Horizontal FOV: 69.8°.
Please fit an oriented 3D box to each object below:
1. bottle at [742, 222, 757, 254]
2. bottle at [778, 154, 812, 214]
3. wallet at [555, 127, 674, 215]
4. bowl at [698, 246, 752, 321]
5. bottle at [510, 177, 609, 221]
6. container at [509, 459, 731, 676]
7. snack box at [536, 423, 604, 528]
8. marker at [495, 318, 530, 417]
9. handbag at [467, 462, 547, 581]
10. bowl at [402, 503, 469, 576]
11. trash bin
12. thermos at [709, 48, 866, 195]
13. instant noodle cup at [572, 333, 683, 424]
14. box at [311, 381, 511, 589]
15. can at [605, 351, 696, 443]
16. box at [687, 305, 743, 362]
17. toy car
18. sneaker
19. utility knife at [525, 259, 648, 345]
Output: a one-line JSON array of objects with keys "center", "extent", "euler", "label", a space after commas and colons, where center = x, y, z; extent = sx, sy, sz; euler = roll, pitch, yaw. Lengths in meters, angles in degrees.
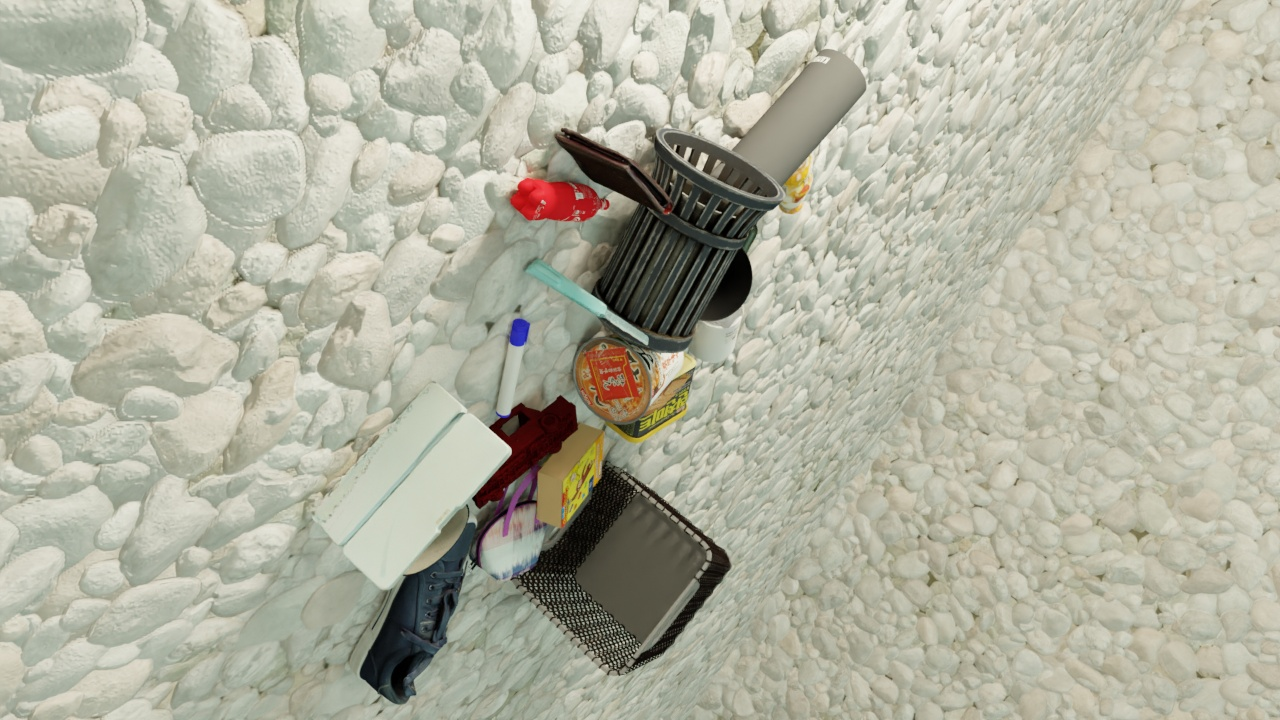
[{"center": [0.158, -0.185, 1.371], "extent": [0.025, 0.025, 0.106], "euler": [-11, 133, -54], "label": "bottle"}, {"center": [0.218, -0.259, 1.331], "extent": [0.063, 0.063, 0.109], "euler": [-45, 153, -15], "label": "bottle"}, {"center": [-0.026, -0.198, 0.967], "extent": [0.031, 0.099, 0.120], "euler": [-60, 154, -1], "label": "wallet"}, {"center": [0.090, -0.117, 1.285], "extent": [0.124, 0.124, 0.052], "euler": [-51, -173, -2], "label": "bowl"}, {"center": [-0.080, -0.169, 0.980], "extent": [0.141, 0.042, 0.042], "euler": [-10, 132, -55], "label": "bottle"}, {"center": [-0.016, 0.341, 1.510], "extent": [0.247, 0.245, 0.243], "euler": [-52, 158, -1], "label": "container"}, {"center": [-0.100, 0.163, 1.313], "extent": [0.125, 0.040, 0.088], "euler": [-50, 151, -51], "label": "snack box"}, {"center": [-0.155, 0.011, 1.111], "extent": [0.020, 0.020, 0.142], "euler": [-26, 144, -43], "label": "marker"}, {"center": [-0.176, 0.220, 1.307], "extent": [0.144, 0.068, 0.170], "euler": [-12, 127, -54], "label": "handbag"}, {"center": [-0.271, 0.196, 1.111], "extent": [0.115, 0.059, 0.116], "euler": [-38, 151, -26], "label": "bowl"}, {"center": [0.044, -0.135, 1.100], "extent": [0.163, 0.164, 0.228], "euler": [-13, 138, -53], "label": "trash bin"}, {"center": [0.192, -0.297, 1.217], "extent": [0.240, 0.082, 0.082], "euler": [-49, 154, -7], "label": "thermos"}, {"center": [-0.007, 0.007, 1.252], "extent": [0.121, 0.123, 0.124], "euler": [-33, 150, -52], "label": "instant noodle cup"}, {"center": [-0.247, 0.129, 0.975], "extent": [0.197, 0.136, 0.043], "euler": [-48, 160, -9], "label": "box"}, {"center": [0.017, 0.047, 1.381], "extent": [0.130, 0.072, 0.101], "euler": [-29, 143, -40], "label": "can"}, {"center": [0.109, -0.070, 1.381], "extent": [0.081, 0.092, 0.161], "euler": [-36, 157, -25], "label": "box"}, {"center": [-0.160, 0.110, 1.180], "extent": [0.169, 0.062, 0.070], "euler": [-39, 151, -26], "label": "toy car"}, {"center": [-0.277, 0.335, 1.207], "extent": [0.120, 0.127, 0.295], "euler": [2, 120, -61], "label": "sneaker"}, {"center": [-0.056, -0.065, 1.052], "extent": [0.022, 0.168, 0.015], "euler": [-61, -163, -12], "label": "utility knife"}]
